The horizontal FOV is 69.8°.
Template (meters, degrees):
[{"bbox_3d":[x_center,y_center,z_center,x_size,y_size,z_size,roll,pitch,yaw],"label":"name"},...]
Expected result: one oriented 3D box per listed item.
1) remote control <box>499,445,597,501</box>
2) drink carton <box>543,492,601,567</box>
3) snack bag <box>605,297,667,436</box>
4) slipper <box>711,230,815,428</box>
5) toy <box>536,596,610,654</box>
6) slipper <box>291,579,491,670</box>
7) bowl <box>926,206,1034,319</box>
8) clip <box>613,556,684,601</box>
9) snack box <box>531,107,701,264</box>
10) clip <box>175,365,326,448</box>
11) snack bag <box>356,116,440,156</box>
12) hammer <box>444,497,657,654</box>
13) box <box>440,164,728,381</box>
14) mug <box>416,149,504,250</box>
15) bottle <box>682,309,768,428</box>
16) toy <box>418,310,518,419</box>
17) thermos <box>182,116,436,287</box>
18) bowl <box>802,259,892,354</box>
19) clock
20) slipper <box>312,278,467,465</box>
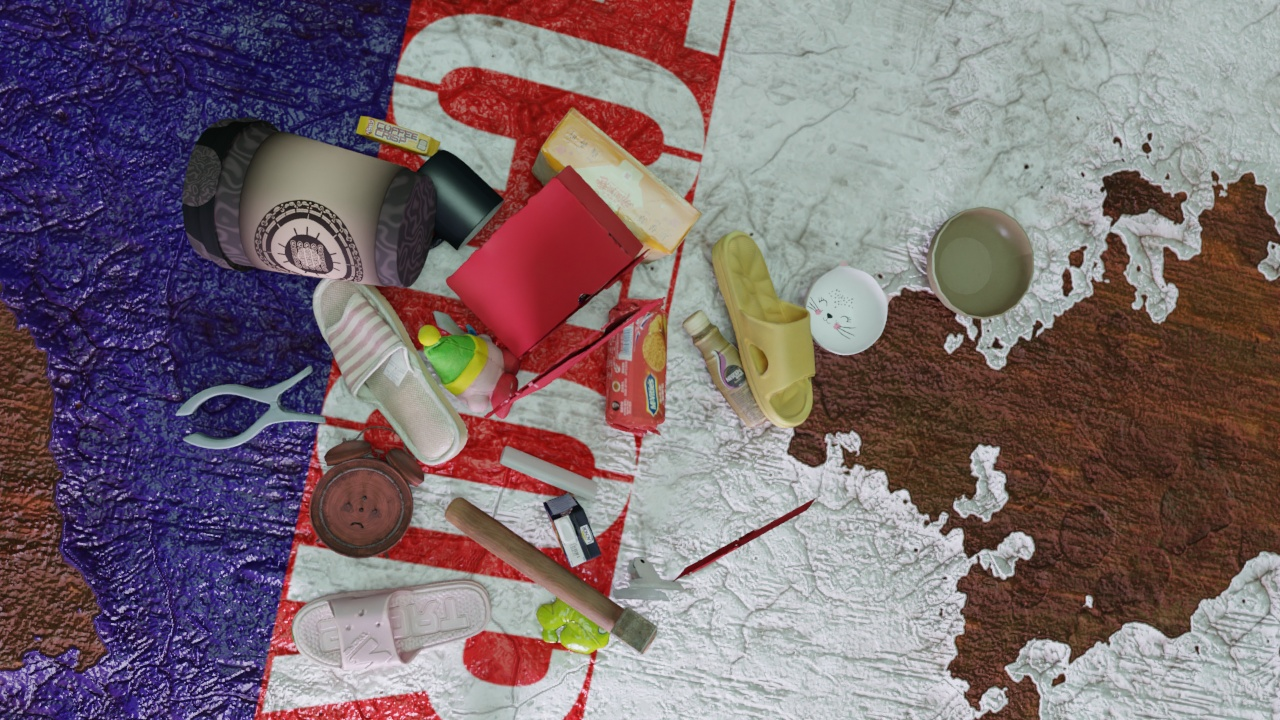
[{"bbox_3d":[-0.115,0.142,1.165,0.131,0.033,0.012,24,116,-10],"label":"remote control"},{"bbox_3d":[-0.085,0.205,1.124,0.040,0.130,0.064,-22,96,-11],"label":"drink carton"},{"bbox_3d":[-0.007,0.007,1.165,0.082,0.082,0.176,2,90,-11],"label":"snack bag"},{"bbox_3d":[0.172,-0.047,1.170,0.099,0.079,0.263,-15,82,-46],"label":"slipper"},{"bbox_3d":[-0.081,0.336,1.176,0.094,0.036,0.093,-35,89,-10],"label":"toy"},{"bbox_3d":[-0.301,0.325,1.119,0.239,0.064,0.094,-7,92,-12],"label":"slipper"},{"bbox_3d":[0.458,-0.132,1.260,0.152,0.050,0.152,0,91,-11],"label":"bowl"},{"bbox_3d":[0.009,0.280,1.178,0.102,0.056,0.056,17,73,-43],"label":"clip"},{"bbox_3d":[-0.038,-0.199,1.117,0.195,0.145,0.080,38,84,-9],"label":"snack box"},{"bbox_3d":[-0.463,0.077,1.103,0.163,0.028,0.112,-16,96,-9],"label":"clip"},{"bbox_3d":[-0.298,-0.275,1.130,0.099,0.020,0.026,17,87,-11],"label":"snack bag"},{"bbox_3d":[-0.113,0.259,1.117,0.301,0.158,0.037,32,75,11],"label":"hammer"},{"bbox_3d":[-0.062,-0.139,1.162,0.218,0.350,0.198,-36,100,32],"label":"box"},{"bbox_3d":[-0.241,-0.185,1.118,0.094,0.085,0.122,43,112,-8],"label":"mug"},{"bbox_3d":[0.115,0.008,1.194,0.059,0.060,0.166,-38,97,-8],"label":"bottle"},{"bbox_3d":[-0.208,-0.005,1.107,0.131,0.097,0.124,17,52,-16],"label":"toy"},{"bbox_3d":[-0.358,-0.167,1.025,0.226,0.172,0.172,12,89,2],"label":"thermos"},{"bbox_3d":[0.266,-0.065,1.225,0.114,0.050,0.114,0,91,-11],"label":"bowl"},{"bbox_3d":[-0.328,0.158,1.106,0.120,0.072,0.157,15,89,-11],"label":"clock"},{"bbox_3d":[-0.303,0.011,1.085,0.115,0.052,0.263,-35,91,28],"label":"slipper"}]
